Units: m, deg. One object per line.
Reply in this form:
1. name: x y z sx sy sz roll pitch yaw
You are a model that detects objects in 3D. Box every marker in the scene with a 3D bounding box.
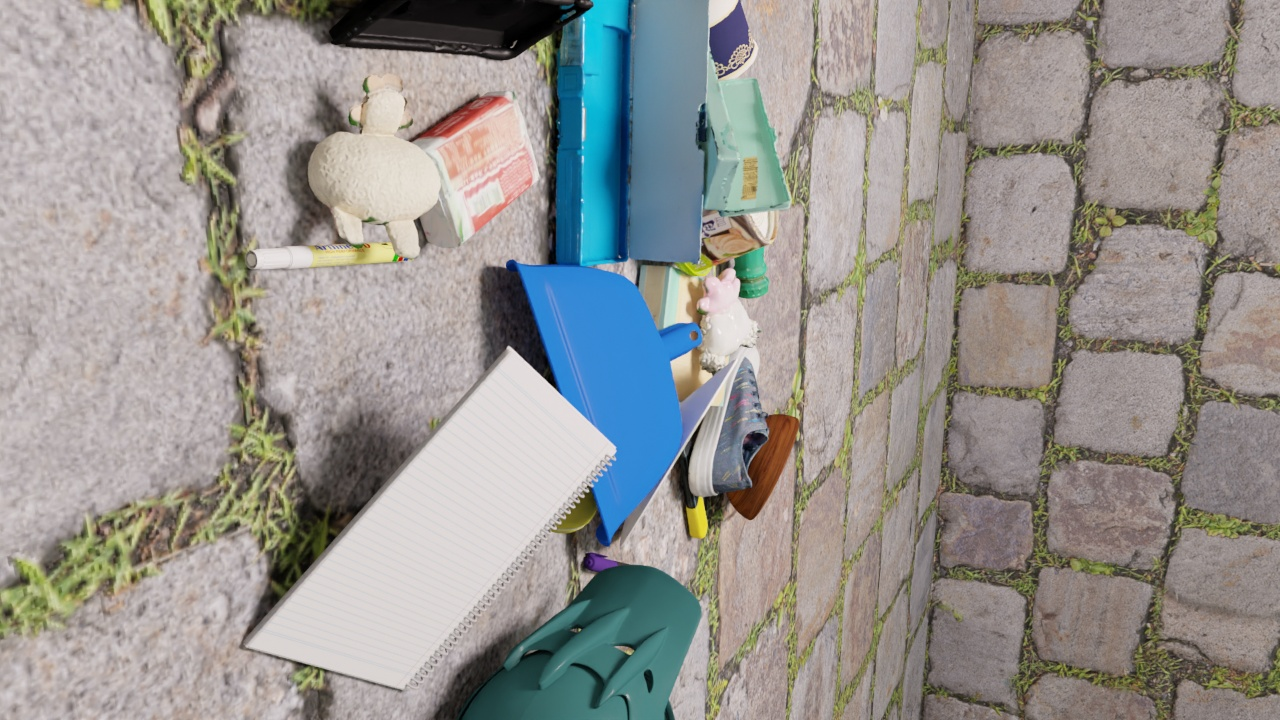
1. marker: -0.194 -0.068 0.588 0.132 0.014 0.014 -17 111 -60
2. marker: -0.025 0.221 0.980 0.134 0.015 0.018 35 38 -59

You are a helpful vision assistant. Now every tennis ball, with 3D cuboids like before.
1. tennis ball: -0.069 0.121 0.815 0.065 0.065 0.065 -23 117 -58

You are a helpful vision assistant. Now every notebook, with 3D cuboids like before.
1. notebook: -0.131 0.124 0.650 0.245 0.013 0.178 -49 145 -6

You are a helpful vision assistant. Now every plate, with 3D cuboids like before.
1. plate: 0.028 0.088 0.953 0.229 0.030 0.229 -58 175 -8

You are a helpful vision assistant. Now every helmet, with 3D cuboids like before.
1. helmet: -0.050 0.315 0.778 0.273 0.177 0.200 -42 135 -47

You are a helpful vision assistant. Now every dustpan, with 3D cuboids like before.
1. dustpan: -0.005 0.005 0.844 0.256 0.060 0.245 -25 100 -49

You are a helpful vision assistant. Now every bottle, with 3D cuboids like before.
1. bottle: 0.126 -0.176 1.107 0.067 0.068 0.210 -46 136 -48

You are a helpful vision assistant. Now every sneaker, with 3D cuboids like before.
1. sneaker: 0.126 0.072 1.142 0.087 0.079 0.234 70 31 -44

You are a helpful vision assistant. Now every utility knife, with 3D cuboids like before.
1. utility knife: 0.061 0.148 1.118 0.028 0.020 0.173 -58 145 -51

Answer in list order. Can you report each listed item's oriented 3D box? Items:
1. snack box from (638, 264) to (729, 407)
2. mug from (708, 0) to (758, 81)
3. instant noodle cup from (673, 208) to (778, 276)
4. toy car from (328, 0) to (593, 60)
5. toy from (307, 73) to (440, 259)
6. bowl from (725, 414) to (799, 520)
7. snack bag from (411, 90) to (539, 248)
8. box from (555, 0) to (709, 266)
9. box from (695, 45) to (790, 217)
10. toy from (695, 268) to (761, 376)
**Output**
1. snack box: 0.052 -0.022 1.030 0.193 0.044 0.141 9 88 -62
2. mug: 0.064 -0.352 0.945 0.089 0.086 0.111 59 11 -47
3. instant noodle cup: 0.079 -0.167 0.951 0.146 0.098 0.146 38 45 -53
4. toy car: -0.122 -0.257 0.620 0.191 0.094 0.071 -25 97 -58
5. toy: -0.167 -0.119 0.582 0.087 0.050 0.112 -5 90 -44
6. bowl: 0.144 0.127 1.198 0.147 0.069 0.147 31 85 -87
7. snack bag: -0.124 -0.143 0.678 0.115 0.036 0.077 -52 139 -43
8. box: -0.004 -0.204 0.803 0.093 0.115 0.243 -17 111 -60
9. box: 0.093 -0.225 0.864 0.077 0.093 0.187 106 -20 -52
10. toy: 0.088 -0.049 1.001 0.095 0.041 0.109 -36 126 -39
